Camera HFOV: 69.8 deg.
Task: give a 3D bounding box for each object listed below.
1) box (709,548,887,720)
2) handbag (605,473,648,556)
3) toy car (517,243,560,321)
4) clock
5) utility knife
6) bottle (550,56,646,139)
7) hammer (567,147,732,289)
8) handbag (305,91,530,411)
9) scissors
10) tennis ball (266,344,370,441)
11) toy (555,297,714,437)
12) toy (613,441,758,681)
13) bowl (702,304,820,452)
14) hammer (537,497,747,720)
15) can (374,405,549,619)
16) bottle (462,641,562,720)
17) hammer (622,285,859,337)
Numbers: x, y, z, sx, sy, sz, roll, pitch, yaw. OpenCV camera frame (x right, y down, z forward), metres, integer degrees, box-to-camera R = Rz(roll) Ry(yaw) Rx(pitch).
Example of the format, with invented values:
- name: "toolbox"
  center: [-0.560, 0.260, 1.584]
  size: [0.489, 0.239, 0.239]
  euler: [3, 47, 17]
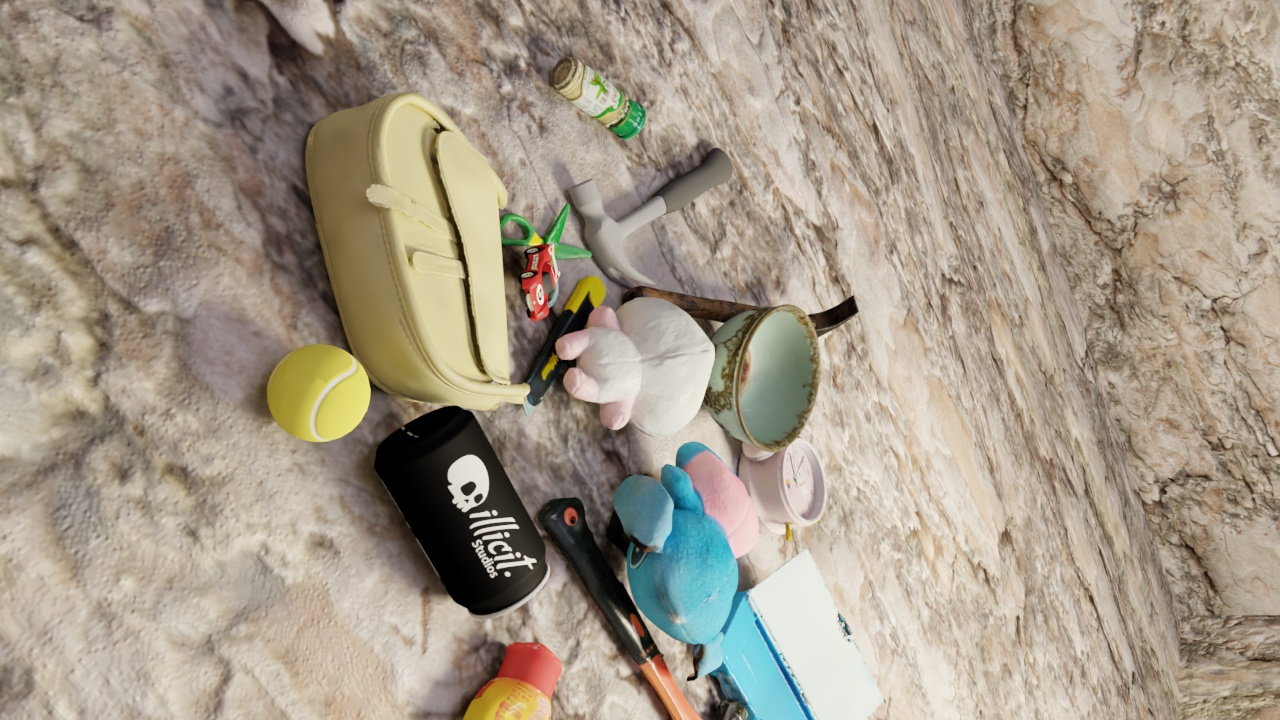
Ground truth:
- name: "box"
  center: [0.164, 0.348, 1.012]
  size: [0.175, 0.060, 0.243]
  euler: [-40, 112, -31]
- name: "handbag"
  center: [0.034, 0.190, 0.913]
  size: [0.178, 0.028, 0.083]
  euler: [47, 50, -33]
- name: "toy car"
  center: [-0.087, -0.069, 0.792]
  size: [0.089, 0.025, 0.038]
  euler: [-93, 173, -61]
- name: "clock"
  center: [0.165, 0.126, 1.076]
  size: [0.116, 0.059, 0.158]
  euler: [-10, 87, -53]
- name: "utility knife"
  center: [-0.073, -0.016, 0.846]
  size: [0.029, 0.020, 0.174]
  euler: [50, 46, -28]
- name: "bottle"
  center: [-0.043, -0.269, 0.939]
  size: [0.110, 0.043, 0.042]
  euler: [25, 61, -44]
- name: "hammer"
  center: [0.032, -0.176, 1.020]
  size: [0.309, 0.030, 0.125]
  euler: [-41, 111, -50]
- name: "handbag"
  center: [-0.155, -0.078, 0.704]
  size: [0.190, 0.089, 0.232]
  euler: [6, 75, -55]
- name: "scissors"
  center: [-0.086, -0.096, 0.858]
  size: [0.126, 0.012, 0.123]
  euler: [1, 81, -51]
- name: "tennis ball"
  center: [-0.215, 0.022, 0.613]
  size: [0.065, 0.065, 0.065]
  euler: [19, 65, -48]
- name: "toy"
  center: [-0.005, 0.005, 0.865]
  size: [0.179, 0.102, 0.138]
  euler: [-1, 78, -43]
- name: "toy"
  center: [0.055, 0.181, 0.851]
  size: [0.190, 0.099, 0.224]
  euler: [-52, 126, -53]
- name: "bowl"
  center: [0.117, 0.014, 1.004]
  size: [0.159, 0.094, 0.160]
  euler: [-12, 106, -48]
- name: "hammer"
  center: [-0.001, 0.262, 0.849]
  size: [0.132, 0.033, 0.333]
  euler: [-47, 115, -47]
- name: "can"
  center: [-0.130, 0.112, 0.682]
  size: [0.080, 0.080, 0.146]
  euler: [-44, 115, -48]
- name: "bottle"
  center: [-0.102, 0.281, 0.696]
  size: [0.071, 0.049, 0.133]
  euler: [51, 45, -31]
- name: "hammer"
  center: [0.114, -0.056, 1.038]
  size: [0.329, 0.120, 0.033]
  euler: [5, 62, -45]
